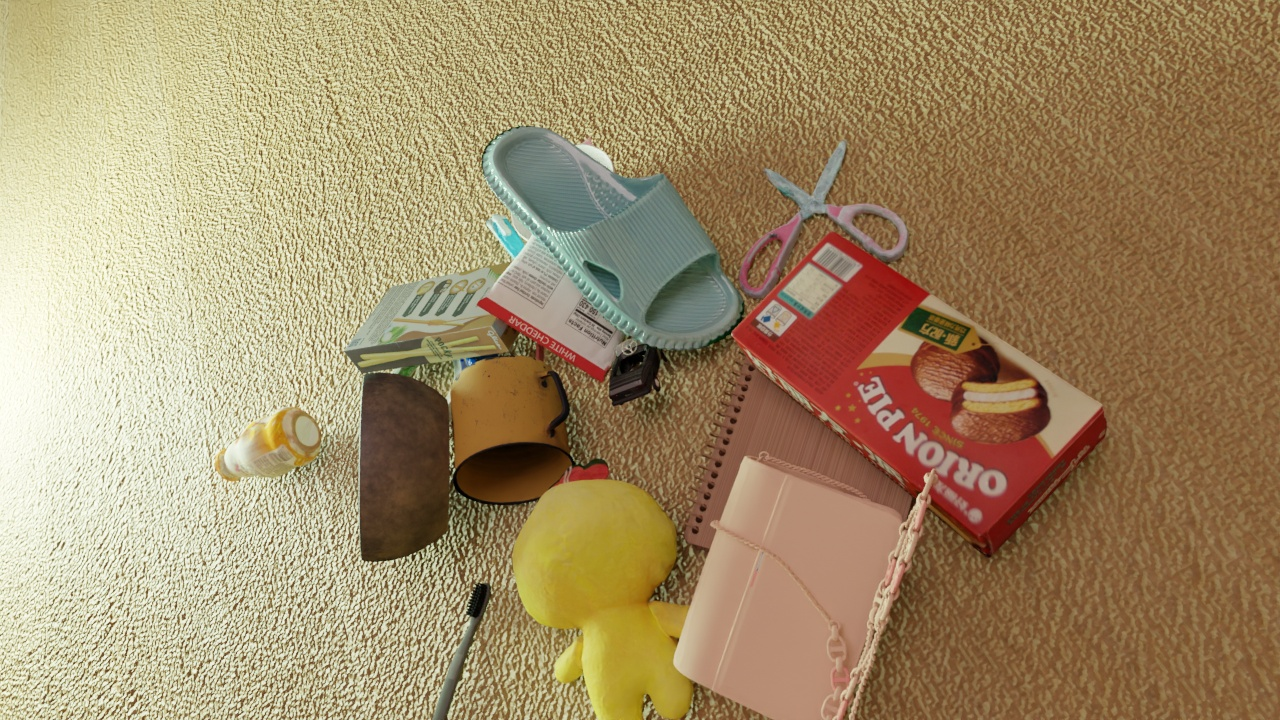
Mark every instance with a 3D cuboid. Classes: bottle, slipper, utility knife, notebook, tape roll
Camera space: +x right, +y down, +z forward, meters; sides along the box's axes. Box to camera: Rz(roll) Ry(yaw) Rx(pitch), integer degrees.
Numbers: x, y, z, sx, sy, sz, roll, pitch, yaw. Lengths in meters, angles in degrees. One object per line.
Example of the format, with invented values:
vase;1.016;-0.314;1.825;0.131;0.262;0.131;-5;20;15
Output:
bottle;-0.382;0.090;0.939;0.109;0.063;0.063;-22;56;18
slipper;-0.027;-0.116;0.782;0.276;0.070;0.115;43;69;11
utility knife;-0.120;-0.103;0.929;0.022;0.015;0.148;-25;52;-13
notebook;0.133;0.058;0.699;0.169;0.022;0.210;10;69;32
tape roll;-0.210;0.026;0.907;0.094;0.018;0.093;-13;59;23

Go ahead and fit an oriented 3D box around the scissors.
scissors;0.158;-0.119;0.790;0.175;0.013;0.170;18;71;36

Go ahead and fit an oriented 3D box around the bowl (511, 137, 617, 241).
bowl;-0.066;-0.151;0.903;0.115;0.050;0.114;-13;59;22

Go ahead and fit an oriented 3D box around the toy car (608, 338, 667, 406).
toy car;-0.005;0.005;0.777;0.040;0.037;0.092;-21;23;19

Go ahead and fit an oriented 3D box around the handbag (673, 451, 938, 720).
handbag;0.085;0.138;0.553;0.117;0.187;0.199;20;93;14

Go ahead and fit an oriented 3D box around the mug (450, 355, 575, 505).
mug;-0.104;0.052;0.778;0.124;0.100;0.094;-38;48;31

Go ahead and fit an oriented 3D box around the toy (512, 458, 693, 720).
toy;-0.027;0.172;0.686;0.134;0.092;0.207;-28;74;11

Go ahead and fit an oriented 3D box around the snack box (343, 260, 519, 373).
snack box;-0.190;-0.043;0.896;0.186;0.032;0.100;-8;40;29

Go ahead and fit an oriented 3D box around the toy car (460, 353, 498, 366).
toy car;-0.152;0.021;0.878;0.092;0.033;0.062;-132;44;-55

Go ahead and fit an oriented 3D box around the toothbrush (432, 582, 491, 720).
toothbrush;-0.154;0.264;0.751;0.013;0.013;0.167;5;69;31

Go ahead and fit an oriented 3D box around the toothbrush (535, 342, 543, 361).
toothbrush;-0.091;-0.052;0.849;0.016;0.015;0.184;1;87;29

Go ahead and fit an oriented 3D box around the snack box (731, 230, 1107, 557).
snack box;0.185;0.016;0.644;0.113;0.060;0.236;-46;54;-2

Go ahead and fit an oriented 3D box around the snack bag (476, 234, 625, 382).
snack bag;-0.053;-0.075;0.828;0.131;0.039;0.144;32;78;-6

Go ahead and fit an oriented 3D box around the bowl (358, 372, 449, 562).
bowl;-0.203;0.091;0.794;0.070;0.163;0.162;0;57;-14
